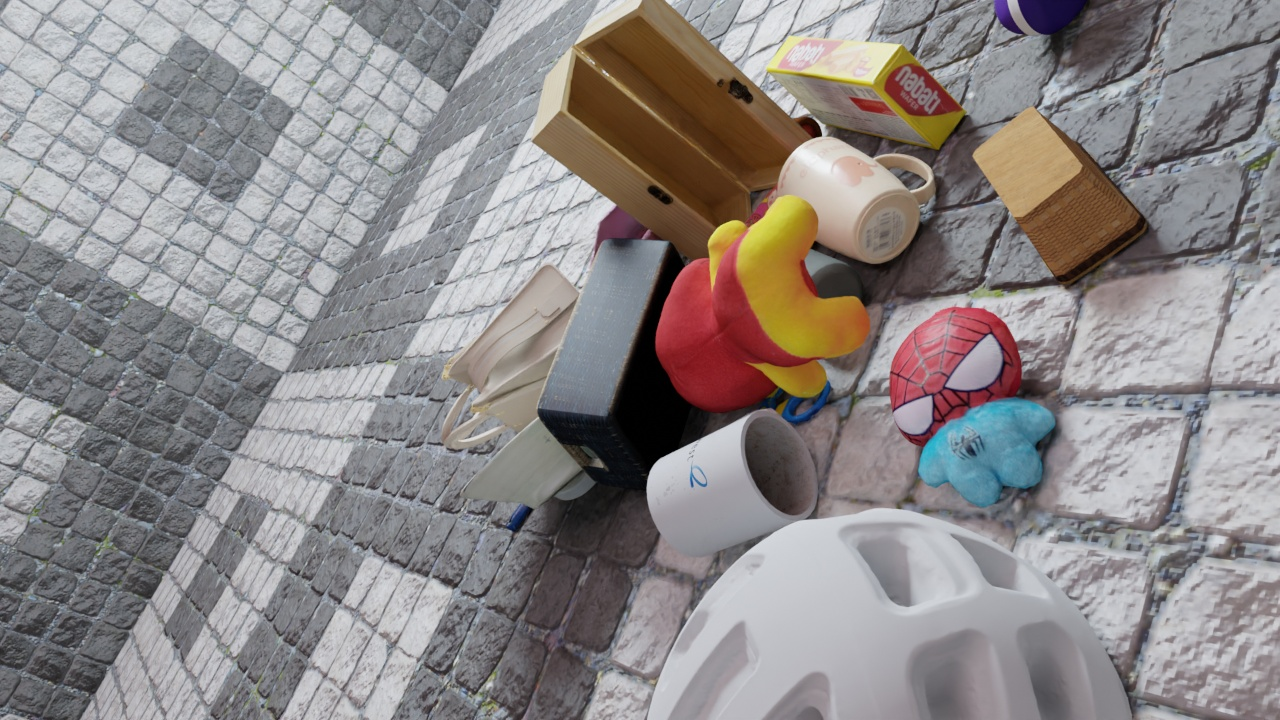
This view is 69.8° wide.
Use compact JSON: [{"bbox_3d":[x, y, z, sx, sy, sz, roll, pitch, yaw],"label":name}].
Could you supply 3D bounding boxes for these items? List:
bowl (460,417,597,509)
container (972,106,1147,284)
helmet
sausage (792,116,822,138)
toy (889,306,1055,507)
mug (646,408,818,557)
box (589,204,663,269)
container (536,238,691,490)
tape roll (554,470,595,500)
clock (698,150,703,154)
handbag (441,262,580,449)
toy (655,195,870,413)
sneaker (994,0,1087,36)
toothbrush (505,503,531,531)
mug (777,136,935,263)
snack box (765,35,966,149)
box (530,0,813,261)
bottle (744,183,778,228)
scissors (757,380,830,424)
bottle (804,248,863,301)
[{"bbox_3d":[-0.085,0.092,0.874,0.176,0.058,0.177,-41,-5,-5],"label":"bowl"},{"bbox_3d":[0.269,-0.114,0.605,0.063,0.061,0.113,-41,31,27],"label":"container"},{"bbox_3d":[0.100,0.211,0.493,0.223,0.183,0.283,-99,29,-58],"label":"helmet"},{"bbox_3d":[0.136,-0.236,0.981,0.040,0.040,0.156,-59,27,-6],"label":"sausage"},{"bbox_3d":[0.200,0.027,0.571,0.092,0.062,0.132,-45,40,35],"label":"toy"},{"bbox_3d":[0.073,0.082,0.696,0.097,0.083,0.119,-31,22,39],"label":"mug"},{"bbox_3d":[-0.007,-0.142,0.981,0.099,0.080,0.232,-38,11,30],"label":"box"},{"bbox_3d":[-0.005,0.005,0.821,0.071,0.145,0.187,5,60,26],"label":"container"},{"bbox_3d":[-0.070,0.098,0.953,0.094,0.019,0.093,-27,46,32],"label":"tape roll"},{"bbox_3d":[0.082,-0.288,1.118,0.123,0.042,0.087,-6,55,54],"label":"clock"},{"bbox_3d":[-0.121,0.018,0.915,0.198,0.101,0.194,-41,-17,-3],"label":"handbag"},{"bbox_3d":[0.079,-0.030,0.714,0.147,0.098,0.217,70,156,8],"label":"toy"},{"bbox_3d":[0.311,-0.353,0.772,0.111,0.092,0.243,-18,42,51],"label":"sneaker"},{"bbox_3d":[-0.093,0.103,1.004,0.190,0.017,0.016,-57,26,-2],"label":"toothbrush"},{"bbox_3d":[0.187,-0.135,0.756,0.111,0.085,0.104,-27,38,-7],"label":"mug"},{"bbox_3d":[0.197,-0.246,0.833,0.042,0.092,0.200,-54,27,6],"label":"snack box"},{"bbox_3d":[0.036,-0.217,0.893,0.179,0.248,0.141,-48,29,15],"label":"box"},{"bbox_3d":[0.137,-0.131,0.851,0.134,0.048,0.071,-52,36,7],"label":"bottle"},{"bbox_3d":[0.102,0.038,0.763,0.131,0.018,0.108,-36,30,31],"label":"scissors"},{"bbox_3d":[0.135,-0.064,0.771,0.060,0.060,0.108,-54,27,3],"label":"bottle"}]
